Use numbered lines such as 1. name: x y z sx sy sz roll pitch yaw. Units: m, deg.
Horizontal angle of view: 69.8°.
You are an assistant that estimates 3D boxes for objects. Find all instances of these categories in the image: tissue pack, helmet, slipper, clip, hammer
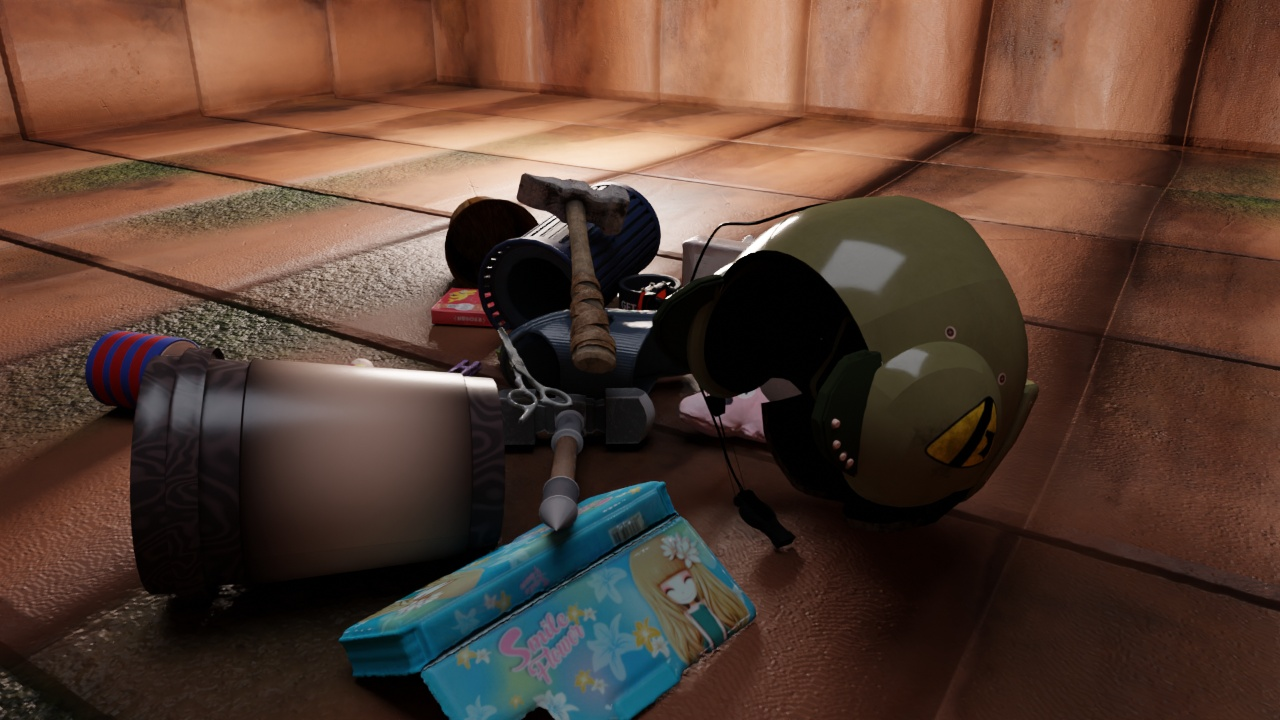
1. tissue pack: 0.144 -0.106 1.157 0.182 0.104 0.071 13 24 29
2. helmet: 0.155 0.015 0.648 0.232 0.256 0.250 -16 30 -27
3. slipper: -0.005 0.005 0.914 0.263 0.101 0.082 -7 41 -17
4. clip: -0.194 0.011 0.990 0.037 0.013 0.053 15 25 28
5. hammer: -0.059 -0.095 0.914 0.121 0.049 0.318 9 36 -15
6. hammer: -0.058 0.074 0.713 0.156 0.043 0.322 -1 10 -2

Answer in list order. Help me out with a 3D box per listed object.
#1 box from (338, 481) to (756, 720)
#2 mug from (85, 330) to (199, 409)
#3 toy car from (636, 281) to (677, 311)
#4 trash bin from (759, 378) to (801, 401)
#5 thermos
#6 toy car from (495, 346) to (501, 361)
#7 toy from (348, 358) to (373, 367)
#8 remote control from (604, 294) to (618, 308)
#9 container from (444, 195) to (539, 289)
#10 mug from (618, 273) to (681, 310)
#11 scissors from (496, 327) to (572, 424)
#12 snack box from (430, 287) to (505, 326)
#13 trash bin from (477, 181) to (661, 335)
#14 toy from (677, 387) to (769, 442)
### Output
1. box: -0.053 0.151 0.587 0.172 0.083 0.226 20 29 39
2. mug: -0.480 0.013 0.918 0.076 0.075 0.112 6 -2 13
3. toy car: 0.007 -0.037 0.991 0.049 0.100 0.051 16 25 18
4. trash bin: 0.199 -0.037 0.976 0.115 0.115 0.228 15 27 30
5. thermos: -0.219 0.077 0.653 0.226 0.173 0.172 0 22 -17
6. toy car: -0.105 -0.002 0.994 0.106 0.033 0.047 8 26 28
7. toy: -0.224 0.045 0.860 0.137 0.067 0.105 15 27 2
8. remote control: -0.003 -0.085 1.212 0.125 0.018 0.038 -7 24 -22
9. container: -0.211 -0.170 1.279 0.132 0.132 0.167 -6 18 -14
10. mug: 0.022 -0.048 1.046 0.071 0.077 0.105 -19 30 -39
11. scissors: -0.113 0.009 0.804 0.090 0.014 0.172 -5 33 -44
12. snack box: -0.187 -0.067 1.159 0.133 0.021 0.089 3 23 7
13. trash bin: -0.073 -0.122 1.110 0.139 0.139 0.248 9 30 20
14. toy: 0.094 0.047 0.862 0.096 0.053 0.098 27 35 23
